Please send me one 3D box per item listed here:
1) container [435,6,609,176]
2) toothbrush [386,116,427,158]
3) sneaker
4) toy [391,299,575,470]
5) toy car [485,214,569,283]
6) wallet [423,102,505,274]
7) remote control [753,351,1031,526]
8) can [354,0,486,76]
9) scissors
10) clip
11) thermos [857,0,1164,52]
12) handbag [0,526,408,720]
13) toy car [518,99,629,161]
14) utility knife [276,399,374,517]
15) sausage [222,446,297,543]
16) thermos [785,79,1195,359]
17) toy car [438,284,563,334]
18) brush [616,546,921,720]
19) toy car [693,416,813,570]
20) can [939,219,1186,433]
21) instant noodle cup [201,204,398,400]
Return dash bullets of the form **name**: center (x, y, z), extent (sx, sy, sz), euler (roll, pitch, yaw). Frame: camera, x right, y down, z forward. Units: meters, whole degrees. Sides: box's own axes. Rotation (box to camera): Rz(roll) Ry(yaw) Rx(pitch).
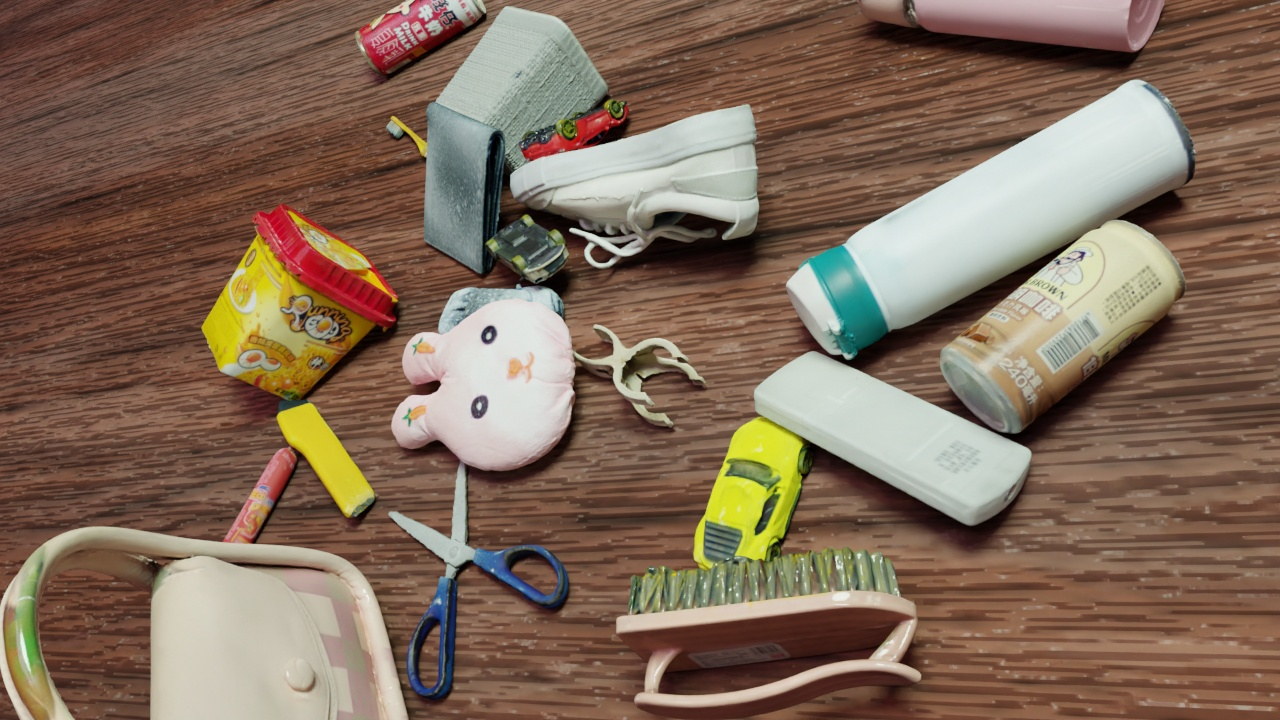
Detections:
- **container**: center (-0.106, -0.227, 0.794), extent (0.090, 0.090, 0.114), euler (29, 78, 40)
- **toothbrush**: center (-0.203, -0.194, 0.870), extent (0.018, 0.016, 0.191), euler (-50, 48, 4)
- **sneaker**: center (-0.006, -0.120, 0.676), extent (0.089, 0.091, 0.243), euler (-22, 15, -38)
- **toy**: center (-0.114, 0.019, 0.645), extent (0.160, 0.054, 0.121), euler (-7, 70, 30)
- **toy car**: center (-0.085, -0.082, 0.704), extent (0.042, 0.035, 0.090), euler (-40, 34, -12)
- **wallet**: center (-0.148, -0.141, 0.753), extent (0.019, 0.121, 0.097), euler (-13, 32, -40)
- **remote control**: center (0.135, 0.039, 0.506), extent (0.058, 0.021, 0.150), euler (-31, 42, -31)
- **can**: center (-0.233, -0.359, 0.976), extent (0.133, 0.053, 0.053), euler (-27, 49, 10)
- **scissors**: center (-0.114, 0.135, 0.594), extent (0.175, 0.012, 0.162), euler (-1, 57, 31)
- **clip**: center (0.005, -0.004, 0.613), extent (0.084, 0.035, 0.104), euler (-40, 40, 3)
- **thermos**: center (0.240, -0.254, 0.627), extent (0.199, 0.067, 0.087), euler (24, 35, 36)
- **handbag**: center (-0.228, 0.171, 0.481), extent (0.093, 0.234, 0.193), euler (-34, 48, 6)
- **toy car**: center (-0.051, -0.188, 0.753), extent (0.049, 0.031, 0.106), euler (-3, 26, 43)
- **utility knife**: center (-0.244, 0.072, 0.702), extent (0.033, 0.015, 0.154), euler (-22, 41, -29)
- **sausage**: center (-0.301, 0.131, 0.694), extent (0.020, 0.020, 0.155), euler (8, 63, 33)
- **thermos**: center (0.194, -0.078, 0.537), extent (0.224, 0.073, 0.073), euler (-28, 49, 9)
- **toy car**: center (-0.107, -0.034, 0.695), extent (0.106, 0.031, 0.048), euler (1, 61, 27)
- **brush**: center (0.065, 0.138, 0.460), extent (0.146, 0.063, 0.072), euler (-12, 49, 19)
- **toy car**: center (0.063, 0.075, 0.525), extent (0.048, 0.032, 0.105), euler (8, 61, 33)
- **can**: center (0.220, -0.017, 0.484), extent (0.116, 0.058, 0.058), euler (-39, 48, -1)
- **instant noodle cup**: center (-0.284, -0.042, 0.752), extent (0.124, 0.116, 0.116), euler (-49, 48, 5)
